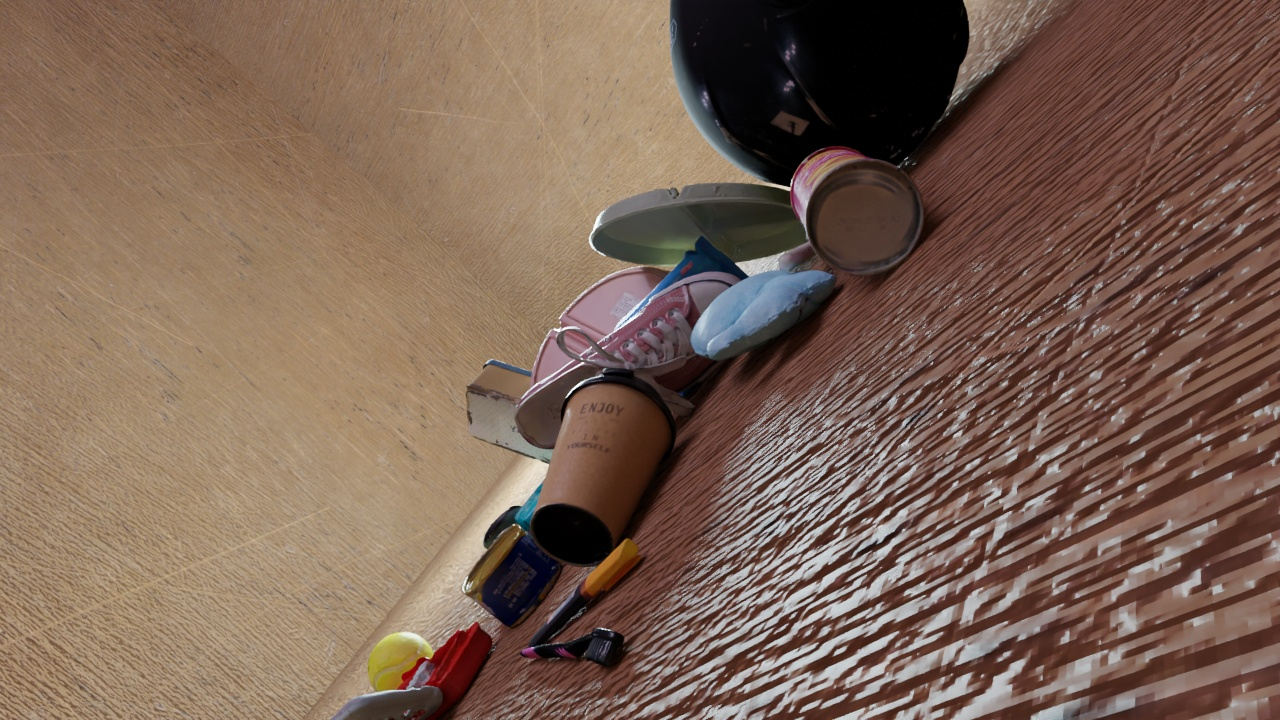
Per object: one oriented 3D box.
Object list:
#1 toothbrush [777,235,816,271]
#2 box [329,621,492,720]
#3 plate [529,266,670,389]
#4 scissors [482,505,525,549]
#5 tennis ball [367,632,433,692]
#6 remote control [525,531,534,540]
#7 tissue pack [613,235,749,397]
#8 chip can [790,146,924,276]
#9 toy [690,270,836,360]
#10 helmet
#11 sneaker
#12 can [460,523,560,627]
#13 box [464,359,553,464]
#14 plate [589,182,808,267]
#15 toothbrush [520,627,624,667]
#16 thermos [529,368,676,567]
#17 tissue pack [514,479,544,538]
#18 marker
[{"bbox_3d":[0.132,-0.090,0.730,0.029,0.020,0.189,-4,12,21],"label":"toothbrush"},{"bbox_3d":[-0.215,0.301,0.749,0.202,0.063,0.159,-46,-14,29],"label":"box"},{"bbox_3d":[-0.033,-0.006,0.976,0.230,0.028,0.229,-25,46,28],"label":"plate"},{"bbox_3d":[-0.126,0.175,0.975,0.171,0.019,0.177,-20,-23,-52],"label":"scissors"},{"bbox_3d":[-0.238,0.304,0.913,0.065,0.065,0.065,-49,4,4],"label":"tennis ball"},{"bbox_3d":[-0.122,0.199,0.954,0.137,0.024,0.053,-47,4,23],"label":"remote control"},{"bbox_3d":[0.046,-0.038,0.873,0.157,0.095,0.052,-48,5,-13],"label":"tissue pack"},{"bbox_3d":[0.144,-0.109,0.637,0.071,0.071,0.210,-48,5,15],"label":"chip can"},{"bbox_3d":[0.085,-0.034,0.690,0.157,0.050,0.161,-23,10,48],"label":"toy"},{"bbox_3d":[0.142,-0.267,0.803,0.233,0.275,0.230,106,178,-87],"label":"helmet"},{"bbox_3d":[-0.005,0.005,0.793,0.241,0.118,0.088,-31,3,2],"label":"sneaker"},{"bbox_3d":[-0.112,0.185,0.794,0.074,0.049,0.148,-50,4,-15],"label":"can"},{"bbox_3d":[-0.127,0.065,1.082,0.063,0.184,0.090,-51,-26,-45],"label":"box"},{"bbox_3d":[0.063,-0.133,0.914,0.230,0.230,0.027,145,124,-74],"label":"plate"},{"bbox_3d":[-0.045,0.166,0.518,0.017,0.014,0.190,-65,10,-27],"label":"toothbrush"},{"bbox_3d":[-0.030,0.078,0.676,0.093,0.093,0.142,-46,12,36],"label":"thermos"},{"bbox_3d":[-0.071,0.130,0.860,0.093,0.050,0.134,-52,4,-14],"label":"tissue pack"},{"bbox_3d":[-0.037,0.150,0.577,0.124,0.015,0.018,-49,2,33],"label":"marker"}]
